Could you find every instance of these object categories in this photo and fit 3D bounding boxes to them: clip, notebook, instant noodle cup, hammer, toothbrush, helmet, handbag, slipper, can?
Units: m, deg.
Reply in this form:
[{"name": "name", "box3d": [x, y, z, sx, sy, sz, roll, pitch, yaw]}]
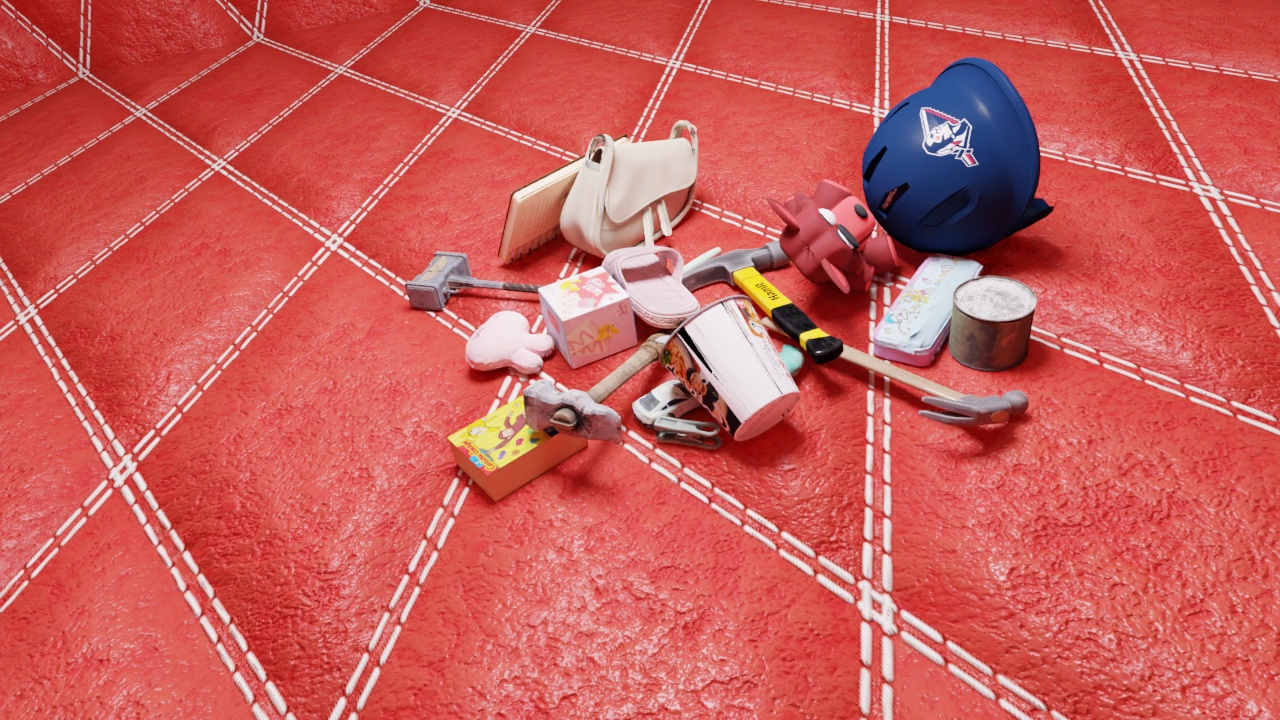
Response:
[{"name": "clip", "box3d": [0.053, 0.080, 1.017, 0.076, 0.044, 0.023, 6, 40, 21]}, {"name": "notebook", "box3d": [-0.114, -0.240, 1.388, 0.224, 0.168, 0.024, -35, 75, -30]}, {"name": "instant noodle cup", "box3d": [0.105, 0.015, 1.005, 0.123, 0.124, 0.121, -25, 65, -21]}, {"name": "hammer", "box3d": [0.266, 0.001, 1.053, 0.119, 0.031, 0.331, -9, 27, -38]}, {"name": "hammer", "box3d": [-0.171, -0.103, 1.305, 0.322, 0.044, 0.098, 7, 39, 20]}, {"name": "toothbrush", "box3d": [0.057, -0.126, 1.306, 0.154, 0.015, 0.022, -31, 10, -26]}, {"name": "hammer", "box3d": [0.164, -0.072, 1.163, 0.169, 0.034, 0.324, -17, 29, -9]}, {"name": "hammer", "box3d": [-0.006, 0.006, 1.073, 0.122, 0.049, 0.317, 12, 28, 26]}, {"name": "helmet", "box3d": [0.407, -0.259, 1.197, 0.222, 0.273, 0.232, -14, 68, -21]}, {"name": "handbag", "box3d": [0.008, -0.249, 1.361, 0.132, 0.184, 0.228, 28, 34, 32]}, {"name": "slipper", "box3d": [0.009, -0.114, 1.208, 0.094, 0.064, 0.239, -9, 28, -16]}, {"name": "can", "box3d": [0.406, -0.042, 1.062, 0.090, 0.075, 0.089, -6, 38, 5]}]

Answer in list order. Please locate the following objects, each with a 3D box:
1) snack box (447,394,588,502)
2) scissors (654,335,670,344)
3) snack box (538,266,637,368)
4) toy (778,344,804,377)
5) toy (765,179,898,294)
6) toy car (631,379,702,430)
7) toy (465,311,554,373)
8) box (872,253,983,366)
[{"name": "snack box", "box3d": [-0.137, 0.091, 1.033, 0.125, 0.040, 0.088, -30, 41, -26]}, {"name": "scissors", "box3d": [0.082, -0.019, 1.106, 0.138, 0.019, 0.136, 29, 30, 5]}, {"name": "snack box", "box3d": [-0.068, -0.057, 1.186, 0.094, 0.080, 0.093, -20, 38, -16]}, {"name": "toy", "box3d": [0.149, 0.007, 1.093, 0.105, 0.033, 0.085, -14, 22, -9]}, {"name": "toy", "box3d": [0.244, -0.156, 1.177, 0.121, 0.158, 0.196, -39, -9, 25]}, {"name": "toy car", "box3d": [0.041, 0.043, 1.066, 0.105, 0.033, 0.048, -25, 37, -22]}, {"name": "toy", "box3d": [-0.166, -0.019, 1.187, 0.105, 0.053, 0.108, 20, 42, 13]}, {"name": "box", "box3d": [0.359, -0.068, 1.142, 0.076, 0.033, 0.213, 16, 43, 30]}]
